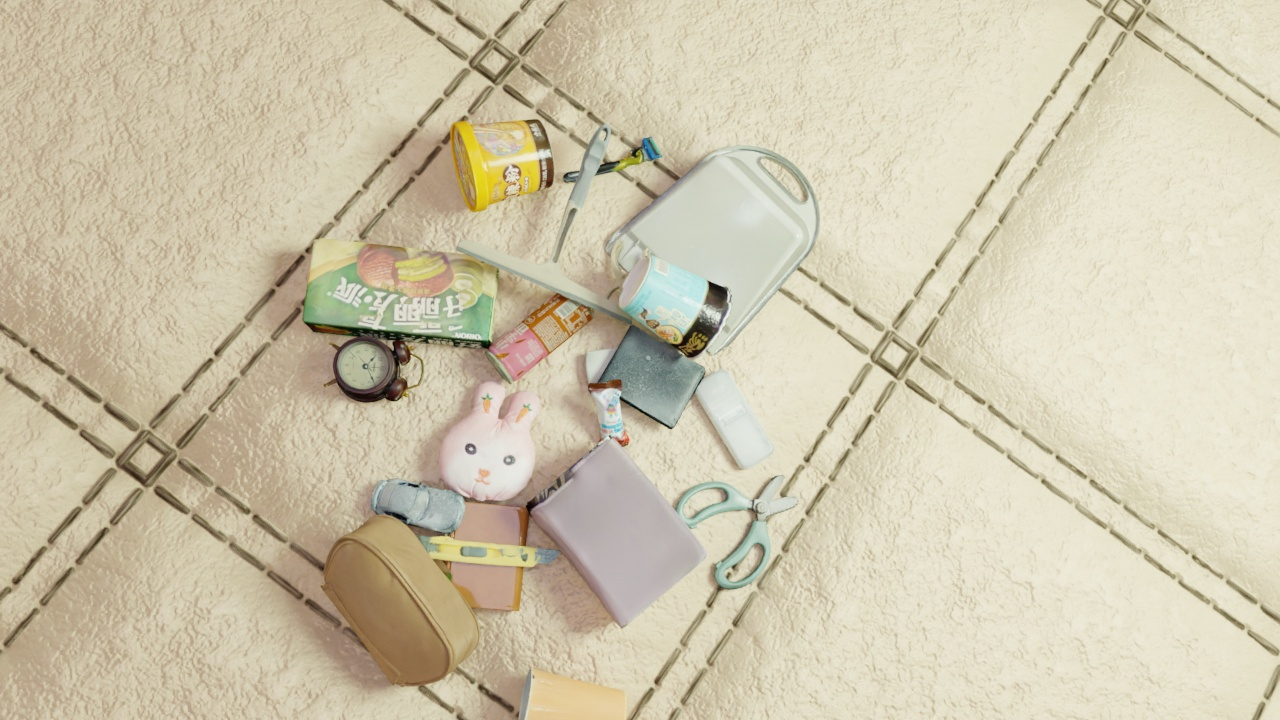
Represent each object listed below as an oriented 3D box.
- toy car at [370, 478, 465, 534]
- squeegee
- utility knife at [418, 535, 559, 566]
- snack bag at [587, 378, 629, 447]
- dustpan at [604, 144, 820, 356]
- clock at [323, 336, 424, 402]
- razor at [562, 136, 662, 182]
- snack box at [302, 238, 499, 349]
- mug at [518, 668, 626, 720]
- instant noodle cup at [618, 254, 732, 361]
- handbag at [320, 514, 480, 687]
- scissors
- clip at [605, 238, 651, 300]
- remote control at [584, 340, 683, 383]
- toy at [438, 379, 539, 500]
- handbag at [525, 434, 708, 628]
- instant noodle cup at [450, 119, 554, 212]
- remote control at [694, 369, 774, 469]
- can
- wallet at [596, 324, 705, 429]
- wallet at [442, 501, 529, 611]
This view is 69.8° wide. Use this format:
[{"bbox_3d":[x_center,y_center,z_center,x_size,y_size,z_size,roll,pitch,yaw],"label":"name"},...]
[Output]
[{"bbox_3d":[-0.279,0.181,1.148,0.121,0.037,0.054,10,70,15],"label":"toy car"},{"bbox_3d":[-0.089,-0.202,1.217,0.246,0.039,0.246,22,77,-16],"label":"squeegee"},{"bbox_3d":[-0.189,0.239,1.145,0.175,0.019,0.031,7,83,-14],"label":"utility knife"},{"bbox_3d":[-0.040,0.071,1.200,0.045,0.026,0.105,-6,118,3],"label":"snack bag"},{"bbox_3d":[0.127,-0.180,1.300,0.222,0.142,0.258,45,106,3],"label":"dustpan"},{"bbox_3d":[-0.340,0.011,1.179,0.122,0.055,0.082,5,78,-8],"label":"clock"},{"bbox_3d":[-0.041,-0.274,1.292,0.142,0.022,0.042,-21,55,-8],"label":"razor"},{"bbox_3d":[-0.308,-0.086,1.199,0.240,0.063,0.114,6,79,-6],"label":"snack box"},{"bbox_3d":[-0.082,0.426,1.120,0.122,0.078,0.078,13,77,-10],"label":"mug"},{"bbox_3d":[0.039,-0.074,1.187,0.120,0.111,0.111,28,76,-18],"label":"instant noodle cup"},{"bbox_3d":[-0.286,0.288,1.099,0.148,0.099,0.204,-40,86,31],"label":"handbag"},{"bbox_3d":[0.137,0.228,1.214,0.174,0.019,0.176,-8,79,-10],"label":"scissors"},{"bbox_3d":[-0.010,-0.113,1.245,0.089,0.035,0.104,-1,88,8],"label":"clip"},{"bbox_3d":[-0.007,0.007,1.239,0.135,0.019,0.056,-9,80,-9],"label":"remote control"},{"bbox_3d":[-0.191,0.103,1.183,0.121,0.054,0.159,15,69,-4],"label":"toy"},{"bbox_3d":[-0.032,0.214,1.155,0.144,0.098,0.197,-39,86,-14],"label":"handbag"},{"bbox_3d":[-0.184,-0.267,1.229,0.114,0.119,0.118,-15,81,-19],"label":"instant noodle cup"},{"bbox_3d":[0.126,0.079,1.241,0.055,0.020,0.136,-30,84,-11],"label":"remote control"},{"bbox_3d":[-0.132,-0.035,1.213,0.147,0.058,0.058,-40,86,-13],"label":"can"},{"bbox_3d":[0.016,0.022,1.220,0.121,0.019,0.097,31,76,-2],"label":"wallet"},{"bbox_3d":[-0.200,0.247,1.161,0.108,0.031,0.131,6,76,-8],"label":"wallet"}]
